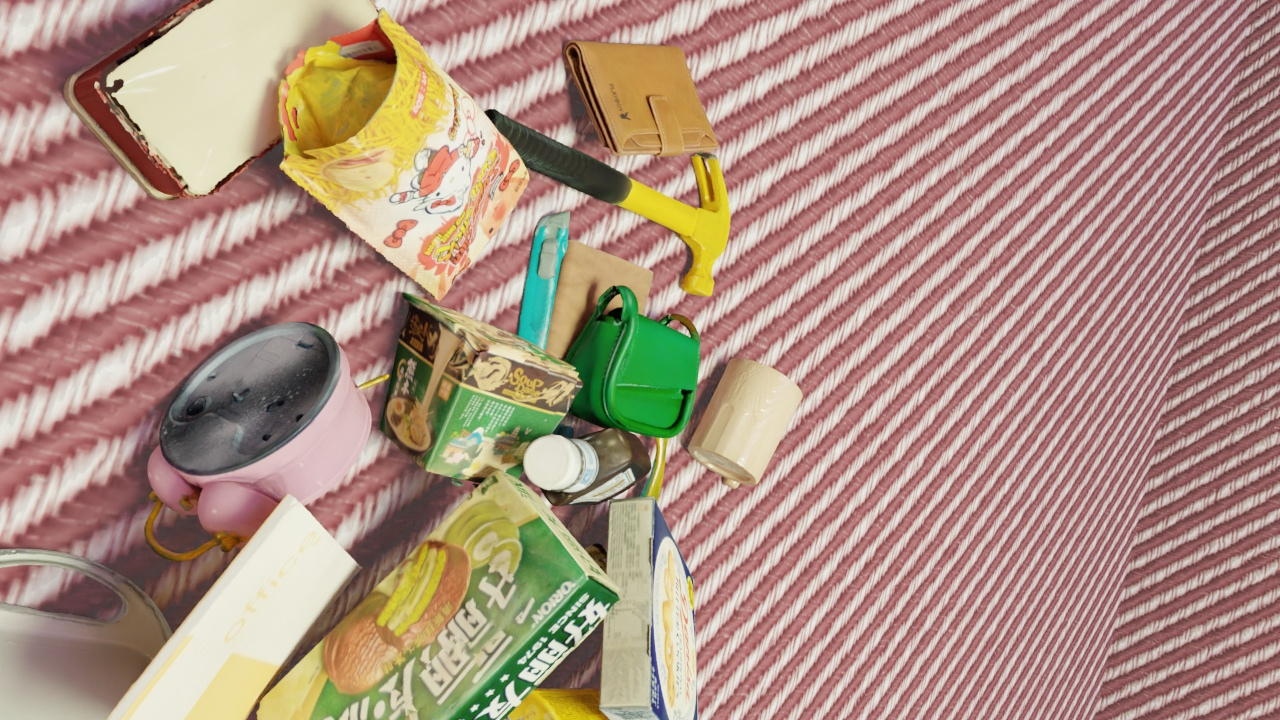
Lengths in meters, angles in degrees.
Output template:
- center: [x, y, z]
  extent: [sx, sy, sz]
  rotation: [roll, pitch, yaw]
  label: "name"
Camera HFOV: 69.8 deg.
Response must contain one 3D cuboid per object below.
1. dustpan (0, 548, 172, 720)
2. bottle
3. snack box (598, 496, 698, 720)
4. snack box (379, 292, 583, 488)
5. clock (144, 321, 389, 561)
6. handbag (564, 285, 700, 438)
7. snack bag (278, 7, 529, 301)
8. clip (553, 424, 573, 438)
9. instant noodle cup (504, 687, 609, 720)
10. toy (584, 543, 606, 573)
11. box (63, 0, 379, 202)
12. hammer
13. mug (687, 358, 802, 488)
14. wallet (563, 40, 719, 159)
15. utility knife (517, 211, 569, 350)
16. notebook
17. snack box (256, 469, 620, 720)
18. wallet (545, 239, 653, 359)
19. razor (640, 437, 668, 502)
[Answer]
- center: [-0.384, 0.244, 0.510]
  extent: [0.258, 0.142, 0.222]
  rotation: [-49, 136, 10]
  label: "dustpan"
- center: [-0.043, 0.081, 0.703]
  extent: [0.080, 0.044, 0.195]
  rotation: [-32, 167, 5]
  label: "bottle"
- center: [0.011, 0.240, 0.804]
  extent: [0.183, 0.046, 0.177]
  rotation: [67, 19, -51]
  label: "snack box"
- center: [-0.127, 0.027, 0.676]
  extent: [0.118, 0.117, 0.105]
  rotation: [24, 93, -44]
  label: "snack box"
- center: [-0.234, 0.051, 0.555]
  extent: [0.158, 0.117, 0.060]
  rotation: [-53, 142, -27]
  label: "clock"
- center: [-0.005, 0.005, 0.804]
  extent: [0.131, 0.068, 0.120]
  rotation: [22, 82, -51]
  label: "handbag"
- center: [-0.142, -0.123, 0.595]
  extent: [0.128, 0.073, 0.208]
  rotation: [-60, 159, -7]
  label: "snack bag"
- center: [-0.071, 0.083, 0.799]
  extent: [0.014, 0.047, 0.057]
  rotation: [20, 81, -45]
  label: "clip"
- center: [-0.078, 0.336, 0.766]
  extent: [0.109, 0.138, 0.138]
  rotation: [19, 84, -55]
  label: "instant noodle cup"
- center: [-0.083, 0.216, 0.777]
  extent: [0.156, 0.066, 0.105]
  rotation: [-26, 119, -36]
  label: "toy"
- center: [-0.230, -0.172, 0.538]
  extent: [0.168, 0.081, 0.091]
  rotation: [-51, 130, -26]
  label: "box"
- center: [-0.019, -0.150, 0.799]
  extent: [0.300, 0.033, 0.128]
  rotation: [14, 87, -47]
  label: "hammer"
- center: [0.108, 0.071, 0.951]
  extent: [0.103, 0.084, 0.125]
  rotation: [-61, 160, -17]
  label: "mug"
- center: [0.005, -0.217, 0.787]
  extent: [0.130, 0.035, 0.119]
  rotation: [-16, 79, -45]
  label: "wallet"
- center: [-0.082, -0.051, 0.758]
  extent: [0.029, 0.013, 0.151]
  rotation: [10, 90, -7]
  label: "utility knife"
- center: [-0.234, 0.165, 0.555]
  extent: [0.145, 0.010, 0.207]
  rotation: [-56, 173, -23]
  label: "notebook"
- center: [-0.138, 0.199, 0.621]
  extent: [0.240, 0.114, 0.063]
  rotation: [-44, 143, -3]
  label: "snack box"
- center: [-0.037, -0.045, 0.811]
  extent: [0.115, 0.020, 0.101]
  rotation: [13, 91, -49]
  label: "wallet"
- center: [0.009, 0.106, 0.884]
  extent: [0.043, 0.028, 0.132]
  rotation: [10, 92, -50]
  label: "razor"
